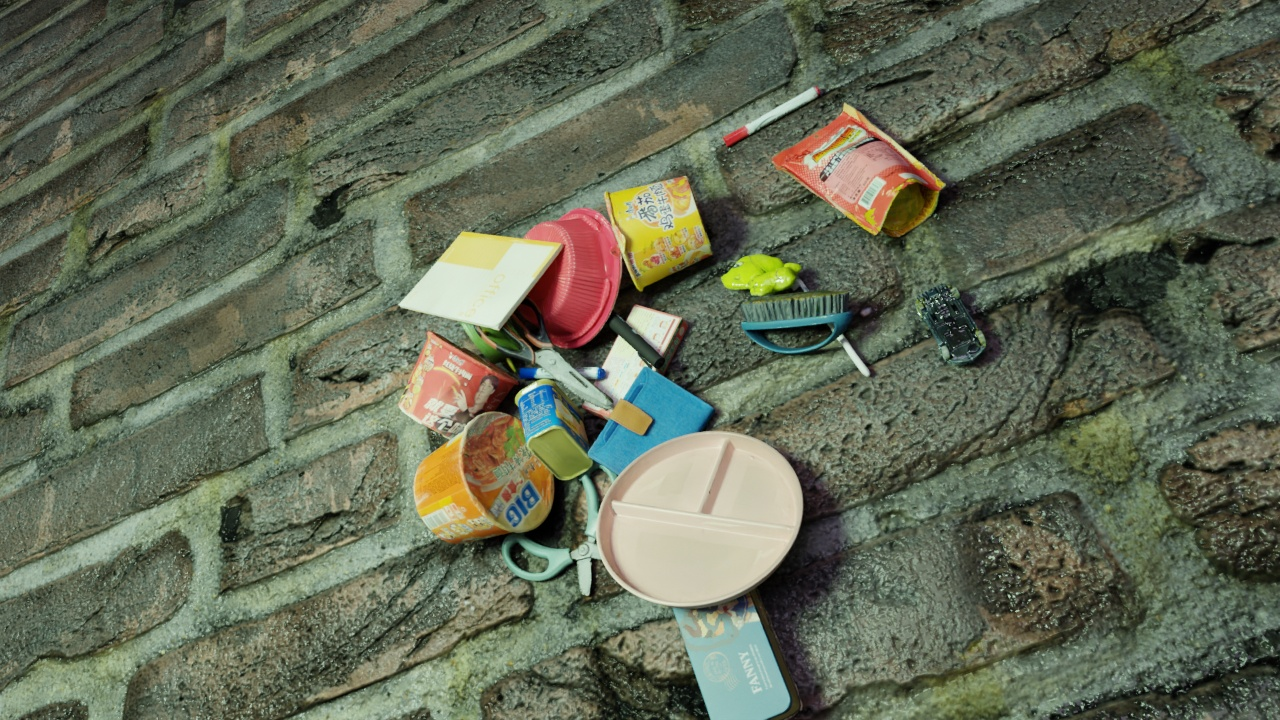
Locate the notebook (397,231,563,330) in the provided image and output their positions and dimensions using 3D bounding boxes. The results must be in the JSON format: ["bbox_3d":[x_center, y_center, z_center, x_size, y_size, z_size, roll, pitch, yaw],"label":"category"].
[{"bbox_3d":[-0.210,-0.109,1.197,0.207,0.010,0.145,13,59,41],"label":"notebook"}]

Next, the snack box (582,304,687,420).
[{"bbox_3d":[-0.007,0.007,1.179,0.077,0.027,0.155,18,73,32],"label":"snack box"}]

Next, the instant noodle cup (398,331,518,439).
[{"bbox_3d":[-0.247,0.041,1.218,0.138,0.138,0.108,29,87,34],"label":"instant noodle cup"}]

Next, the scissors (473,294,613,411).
[{"bbox_3d":[-0.112,-0.017,1.159,0.209,0.015,0.182,4,68,0],"label":"scissors"}]

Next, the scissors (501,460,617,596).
[{"bbox_3d":[-0.093,0.203,1.124,0.170,0.019,0.174,-6,63,22],"label":"scissors"}]

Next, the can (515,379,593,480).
[{"bbox_3d":[-0.105,0.087,1.129,0.057,0.102,0.083,-29,43,9],"label":"can"}]

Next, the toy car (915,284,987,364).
[{"bbox_3d":[0.348,-0.038,1.029,0.049,0.031,0.105,-26,55,12],"label":"toy car"}]

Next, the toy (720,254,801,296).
[{"bbox_3d":[0.151,-0.107,1.148,0.097,0.031,0.100,-20,30,4],"label":"toy"}]

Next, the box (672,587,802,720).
[{"bbox_3d":[0.099,0.303,0.952,0.090,0.063,0.184,-30,54,9],"label":"box"}]

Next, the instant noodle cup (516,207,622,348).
[{"bbox_3d":[-0.111,-0.113,1.221,0.194,0.065,0.193,-7,81,47],"label":"instant noodle cup"}]

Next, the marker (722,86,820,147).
[{"bbox_3d":[0.182,-0.339,1.275,0.145,0.017,0.017,-27,56,11],"label":"marker"}]

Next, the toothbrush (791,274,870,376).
[{"bbox_3d":[0.223,-0.045,1.103,0.016,0.016,0.180,-39,54,12],"label":"toothbrush"}]

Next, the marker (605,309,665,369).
[{"bbox_3d":[-0.014,-0.030,1.172,0.022,0.020,0.132,-37,51,-10],"label":"marker"}]

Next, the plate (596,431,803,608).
[{"bbox_3d":[0.064,0.171,1.000,0.230,0.028,0.229,-12,42,11],"label":"plate"}]

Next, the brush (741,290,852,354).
[{"bbox_3d":[0.185,-0.044,1.091,0.144,0.055,0.073,-3,96,39],"label":"brush"}]

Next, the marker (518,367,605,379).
[{"bbox_3d":[-0.105,0.017,1.209,0.146,0.017,0.016,-1,64,39],"label":"marker"}]

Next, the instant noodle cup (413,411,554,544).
[{"bbox_3d":[-0.197,0.151,1.122,0.112,0.151,0.151,-27,54,33],"label":"instant noodle cup"}]

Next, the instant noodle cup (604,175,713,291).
[{"bbox_3d":[0.027,-0.171,1.198,0.110,0.138,0.138,-18,58,7],"label":"instant noodle cup"}]

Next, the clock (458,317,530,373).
[{"bbox_3d":[-0.213,-0.061,1.258,0.056,0.116,0.161,-35,50,-2],"label":"clock"}]

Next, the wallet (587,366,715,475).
[{"bbox_3d":[0.013,0.086,1.107,0.106,0.040,0.133,32,80,8],"label":"wallet"}]

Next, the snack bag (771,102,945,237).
[{"bbox_3d":[0.273,-0.240,1.156,0.128,0.073,0.208,-37,49,-2],"label":"snack bag"}]
